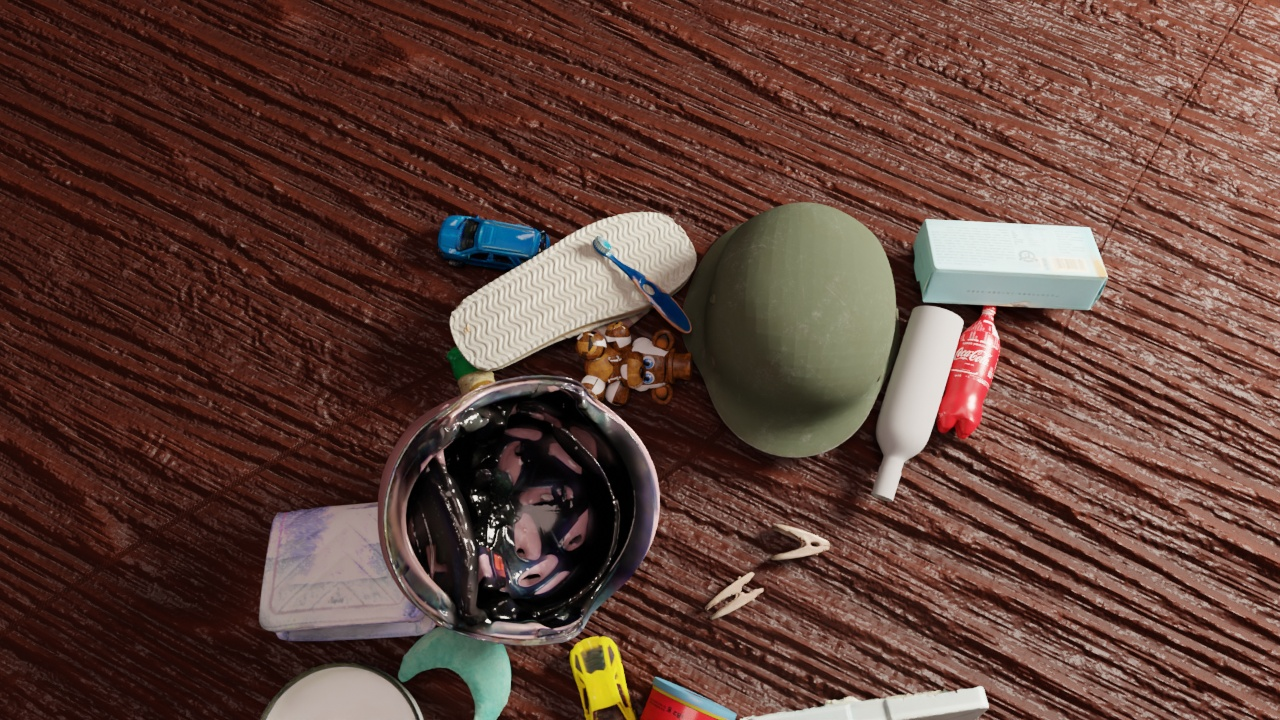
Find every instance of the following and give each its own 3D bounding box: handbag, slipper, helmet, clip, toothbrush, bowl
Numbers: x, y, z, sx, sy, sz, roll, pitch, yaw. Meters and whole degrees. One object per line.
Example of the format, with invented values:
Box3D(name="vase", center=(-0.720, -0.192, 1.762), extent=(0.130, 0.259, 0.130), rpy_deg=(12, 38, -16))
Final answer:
Box3D(name="handbag", center=(-0.272, 0.200, 0.880), extent=(0.158, 0.069, 0.126), rpy_deg=(-4, 61, 0))
Box3D(name="slipper", center=(-0.067, -0.065, 0.943), extent=(0.262, 0.052, 0.115), rpy_deg=(-26, 82, -12))
Box3D(name="helmet", center=(-0.116, 0.133, 0.831), extent=(0.254, 0.153, 0.230), rpy_deg=(-8, 89, -30))
Box3D(name="clip", center=(0.156, 0.174, 0.894), extent=(0.049, 0.026, 0.061), rpy_deg=(-34, 78, -9))
Box3D(name="toothbrush", center=(0.002, -0.077, 0.918), extent=(0.135, 0.017, 0.021), rpy_deg=(44, 70, 3))
Box3D(name="clip", center=(0.088, 0.224, 0.882), extent=(0.061, 0.026, 0.049), rpy_deg=(2, 74, 1))
Box3D(name="helmet", center=(0.154, -0.046, 0.884), extent=(0.227, 0.154, 0.267), rpy_deg=(5, 76, 3))
Box3D(name="bowl", center=(-0.264, 0.352, 0.832), extent=(0.153, 0.073, 0.153), rpy_deg=(0, 74, 1))

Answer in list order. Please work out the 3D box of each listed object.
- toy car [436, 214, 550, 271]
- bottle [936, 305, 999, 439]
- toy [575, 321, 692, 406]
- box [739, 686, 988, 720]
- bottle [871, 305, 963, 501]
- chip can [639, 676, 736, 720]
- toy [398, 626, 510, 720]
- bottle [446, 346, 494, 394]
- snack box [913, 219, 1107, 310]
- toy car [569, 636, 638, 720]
Box3D(name="toy car", center=(-0.156, -0.126, 0.971), extent=(0.120, 0.044, 0.056), rpy_deg=(9, 76, 4))
Box3D(name="bottle", center=(0.334, 0.008, 0.923), extent=(0.042, 0.042, 0.141), rpy_deg=(19, 76, 6))
Box3D(name="toy", center=(-0.005, 0.005, 0.921), extent=(0.113, 0.067, 0.087), rpy_deg=(3, 105, 9))
Box3D(name="box", center=(0.188, 0.312, 0.797), extent=(0.197, 0.136, 0.044), rpy_deg=(-7, 69, 0))
Box3D(name="bottle", center=(0.268, 0.044, 0.909), extent=(0.052, 0.052, 0.195), rpy_deg=(20, 77, 6))
Box3D(name="chip can", center=(0.008, 0.398, 0.806), extent=(0.087, 0.087, 0.213), rpy_deg=(22, 76, 7))
Box3D(name="toy", center=(-0.166, 0.288, 0.856), extent=(0.105, 0.033, 0.084), rpy_deg=(39, 55, -6))
Box3D(name="bottle", center=(-0.162, 0.037, 0.928), extent=(0.043, 0.043, 0.111), rpy_deg=(-19, 76, -4))
Box3D(name="snack box", center=(0.373, -0.098, 0.933), extent=(0.175, 0.053, 0.074), rpy_deg=(3, 51, 2))
Box3D(name="toy car", center=(-0.034, 0.313, 0.859), extent=(0.049, 0.030, 0.107), rpy_deg=(-17, 77, -4))
